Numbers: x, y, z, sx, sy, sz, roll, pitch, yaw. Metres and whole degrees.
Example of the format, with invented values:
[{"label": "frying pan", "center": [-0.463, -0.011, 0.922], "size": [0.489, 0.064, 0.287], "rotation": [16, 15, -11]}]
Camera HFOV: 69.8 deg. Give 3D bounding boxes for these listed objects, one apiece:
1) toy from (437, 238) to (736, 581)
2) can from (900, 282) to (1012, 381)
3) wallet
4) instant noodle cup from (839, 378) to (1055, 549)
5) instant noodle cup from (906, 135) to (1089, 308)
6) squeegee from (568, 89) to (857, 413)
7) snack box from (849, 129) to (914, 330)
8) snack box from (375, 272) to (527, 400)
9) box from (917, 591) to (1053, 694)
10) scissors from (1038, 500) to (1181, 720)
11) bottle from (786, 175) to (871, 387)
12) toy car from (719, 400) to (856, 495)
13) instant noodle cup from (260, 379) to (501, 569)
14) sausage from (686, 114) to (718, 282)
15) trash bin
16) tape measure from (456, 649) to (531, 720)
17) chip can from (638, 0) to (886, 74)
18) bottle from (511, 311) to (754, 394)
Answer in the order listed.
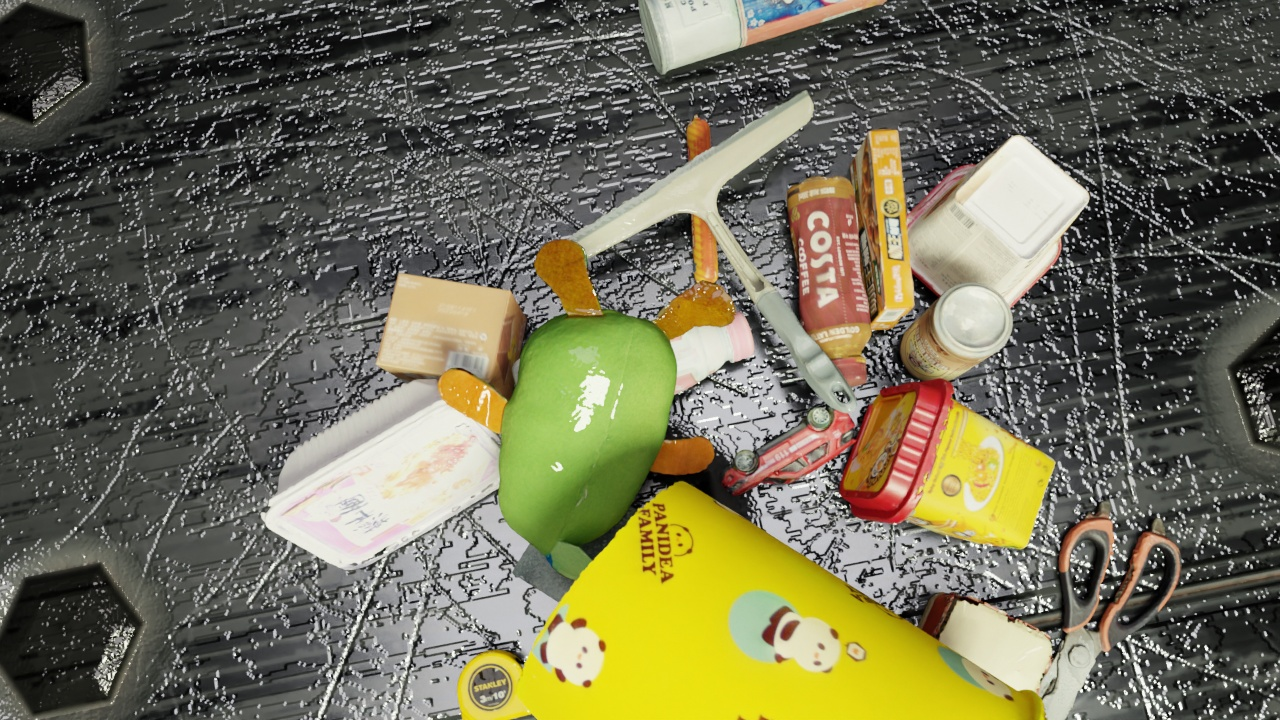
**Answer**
[{"label": "toy", "center": [-0.038, 0.039, 0.684], "size": [0.227, 0.090, 0.247], "rotation": [17, 101, -17]}, {"label": "can", "center": [0.248, -0.019, 0.730], "size": [0.058, 0.116, 0.058], "rotation": [0, 78, 2]}, {"label": "wallet", "center": [-0.030, 0.159, 0.733], "size": [0.121, 0.019, 0.097], "rotation": [28, 82, 20]}, {"label": "instant noodle cup", "center": [0.240, 0.087, 0.718], "size": [0.123, 0.116, 0.116], "rotation": [24, 80, -5]}, {"label": "instant noodle cup", "center": [0.286, -0.109, 0.743], "size": [0.116, 0.124, 0.116], "rotation": [-44, 81, -6]}, {"label": "squeegee", "center": [0.100, -0.058, 0.746], "size": [0.246, 0.039, 0.246], "rotation": [-33, 75, -2]}, {"label": "snack box", "center": [0.202, -0.108, 0.770], "size": [0.026, 0.075, 0.153], "rotation": [-3, 79, 0]}, {"label": "snack box", "center": [-0.152, -0.017, 0.756], "size": [0.093, 0.094, 0.077], "rotation": [9, 78, 4]}, {"label": "box", "center": [0.240, 0.267, 0.692], "size": [0.091, 0.079, 0.168], "rotation": [26, 81, 8]}, {"label": "scissors", "center": [0.344, 0.214, 0.732], "size": [0.206, 0.015, 0.194], "rotation": [-17, 80, -2]}, {"label": "bottle", "center": [0.160, -0.065, 0.772], "size": [0.057, 0.057, 0.174], "rotation": [-5, 78, 1]}, {"label": "toy car", "center": [0.121, 0.076, 0.748], "size": [0.120, 0.053, 0.045], "rotation": [-28, 76, -3]}, {"label": "instant noodle cup", "center": [-0.197, 0.084, 0.727], "size": [0.173, 0.138, 0.060], "rotation": [-30, 56, 0]}, {"label": "sausage", "center": [0.055, -0.141, 0.810], "size": [0.021, 0.021, 0.165], "rotation": [-2, 78, 2]}, {"label": "trash bin", "center": [0.075, 0.226, 0.586], "size": [0.255, 0.230, 0.229], "rotation": [35, 82, 18]}, {"label": "tape measure", "center": [-0.116, 0.261, 0.733], "size": [0.060, 0.029, 0.057], "rotation": [-14, 79, -1]}, {"label": "chip can", "center": [0.110, -0.322, 0.820], "size": [0.214, 0.071, 0.071], "rotation": [-18, 78, -2]}, {"label": "bottle", "center": [-0.005, 0.004, 0.763], "size": [0.197, 0.068, 0.068], "rotation": [-17, 78, -5]}]
